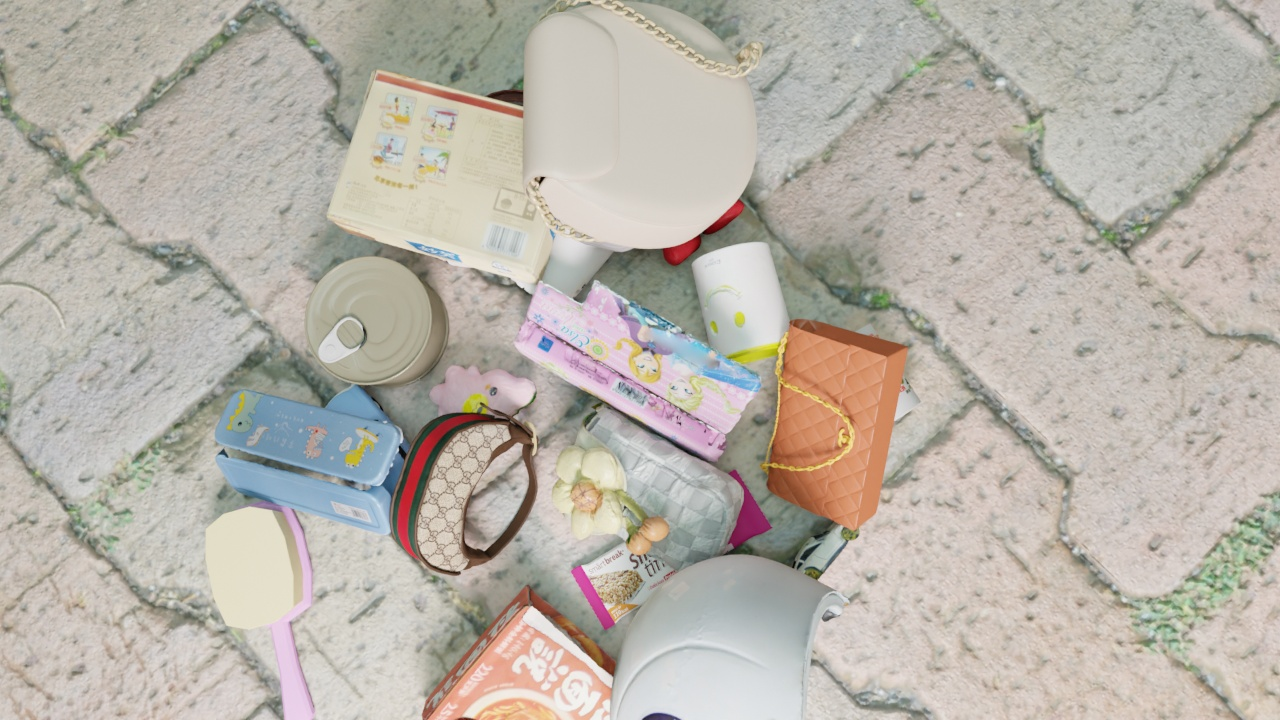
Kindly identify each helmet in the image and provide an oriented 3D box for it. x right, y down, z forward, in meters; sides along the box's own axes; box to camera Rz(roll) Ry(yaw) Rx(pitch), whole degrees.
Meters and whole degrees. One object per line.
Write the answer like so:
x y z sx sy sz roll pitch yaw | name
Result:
0.057 0.288 0.803 0.164 0.235 0.265 26 123 15 | helmet

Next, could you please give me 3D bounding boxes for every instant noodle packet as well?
-0.082 0.357 0.898 0.221 0.084 0.164 41 87 -5 | instant noodle packet

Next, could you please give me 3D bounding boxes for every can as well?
-0.265 -0.036 0.934 0.128 0.073 0.127 0 84 4 | can

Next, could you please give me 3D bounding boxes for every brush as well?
-0.374 0.257 0.927 0.089 0.043 0.228 -16 83 2 | brush

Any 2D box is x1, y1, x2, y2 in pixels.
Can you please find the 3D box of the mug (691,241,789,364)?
0.101 -0.054 0.905 0.082 0.082 0.106 -13 83 2 | mug

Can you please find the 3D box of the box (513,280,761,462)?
-0.012 0.015 0.871 0.230 0.159 0.066 30 60 4 | box

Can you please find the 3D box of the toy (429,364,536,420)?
-0.164 0.044 0.929 0.093 0.050 0.102 38 87 -2 | toy

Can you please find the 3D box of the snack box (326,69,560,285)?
-0.174 -0.174 0.875 0.207 0.055 0.153 16 84 6 | snack box

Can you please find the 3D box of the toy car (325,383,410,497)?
-0.266 0.093 0.930 0.056 0.055 0.153 -40 83 -1 | toy car

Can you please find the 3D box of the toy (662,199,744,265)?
0.020 -0.167 0.935 0.124 0.096 0.131 -40 101 5 | toy

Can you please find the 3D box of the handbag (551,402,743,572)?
0.003 0.131 0.859 0.171 0.123 0.113 26 113 15 | handbag

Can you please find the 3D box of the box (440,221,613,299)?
-0.116 -0.113 0.929 0.143 0.083 0.136 38 89 -1 | box

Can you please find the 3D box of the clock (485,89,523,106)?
-0.142 -0.206 0.943 0.158 0.072 0.120 -9 84 2 | clock

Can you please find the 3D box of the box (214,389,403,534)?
-0.330 0.100 0.899 0.210 0.049 0.120 10 105 21 | box

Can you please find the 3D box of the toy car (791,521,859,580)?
0.177 0.185 0.893 0.033 0.048 0.105 41 88 11 | toy car

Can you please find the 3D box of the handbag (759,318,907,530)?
0.171 0.058 0.854 0.109 0.060 0.172 21 116 36 | handbag

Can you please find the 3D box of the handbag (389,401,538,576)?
-0.162 0.124 0.891 0.063 0.138 0.166 18 90 45 | handbag

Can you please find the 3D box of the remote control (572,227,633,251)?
-0.015 -0.175 0.887 0.074 0.019 0.150 15 71 15 | remote control

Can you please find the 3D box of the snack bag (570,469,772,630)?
0.030 0.189 0.919 0.196 0.016 0.070 -31 81 1 | snack bag

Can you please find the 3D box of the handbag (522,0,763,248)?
0.001 -0.211 0.814 0.208 0.103 0.210 4 77 -19 | handbag

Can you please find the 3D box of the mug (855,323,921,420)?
0.205 0.029 0.900 0.105 0.073 0.089 -35 82 26 | mug
